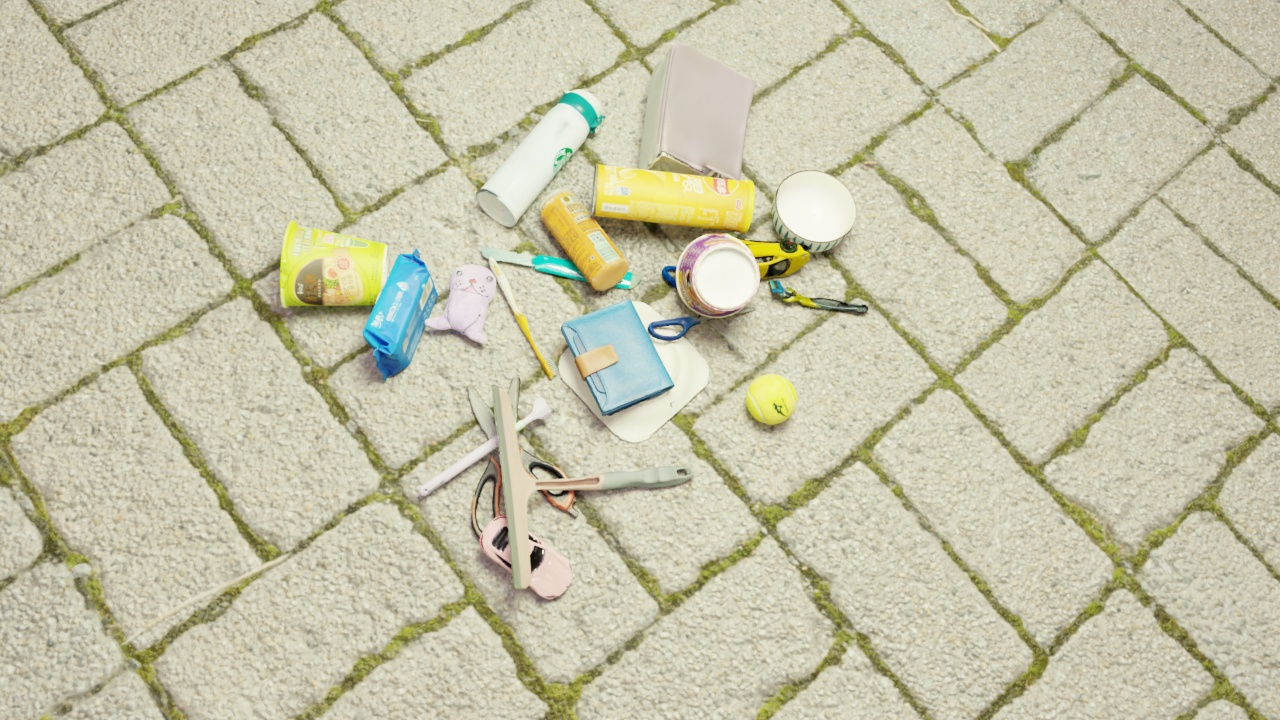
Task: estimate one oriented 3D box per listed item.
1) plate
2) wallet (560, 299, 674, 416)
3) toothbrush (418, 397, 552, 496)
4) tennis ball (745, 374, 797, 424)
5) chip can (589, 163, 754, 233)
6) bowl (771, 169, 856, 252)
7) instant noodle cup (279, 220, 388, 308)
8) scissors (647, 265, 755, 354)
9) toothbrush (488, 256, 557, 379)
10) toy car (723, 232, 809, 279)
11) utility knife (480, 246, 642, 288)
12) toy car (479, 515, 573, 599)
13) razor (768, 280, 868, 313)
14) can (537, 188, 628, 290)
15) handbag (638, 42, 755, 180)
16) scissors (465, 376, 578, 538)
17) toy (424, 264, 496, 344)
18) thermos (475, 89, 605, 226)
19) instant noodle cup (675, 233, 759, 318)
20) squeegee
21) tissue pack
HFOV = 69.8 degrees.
[{"bbox_3d":[-0.007,0.007,1.198,0.164,0.034,0.163,-42,79,-18],"label":"plate"},{"bbox_3d":[-0.031,-0.005,1.162,0.106,0.040,0.133,-21,72,-18],"label":"wallet"},{"bbox_3d":[-0.193,0.108,1.131,0.189,0.021,0.029,-35,104,-13],"label":"toothbrush"},{"bbox_3d":[0.169,0.050,1.183,0.065,0.066,0.065,2,69,-6],"label":"tennis ball"},{"bbox_3d":[0.041,-0.215,1.223,0.213,0.072,0.072,5,68,-6],"label":"chip can"},{"bbox_3d":[0.237,-0.200,1.286,0.116,0.066,0.116,2,68,-6],"label":"bowl"},{"bbox_3d":[-0.386,-0.116,1.170,0.123,0.112,0.111,5,68,-12],"label":"instant noodle cup"},{"bbox_3d":[0.078,-0.062,1.228,0.162,0.012,0.173,-31,69,-36],"label":"scissors"},{"bbox_3d":[-0.156,-0.059,1.213,0.018,0.016,0.191,-22,75,-26],"label":"toothbrush"},{"bbox_3d":[0.156,-0.139,1.251,0.156,0.071,0.041,2,67,-6],"label":"toy car"},{"bbox_3d":[-0.108,-0.128,1.249,0.223,0.013,0.029,12,68,-4],"label":"utility knife"},{"bbox_3d":[-0.134,0.233,1.087,0.122,0.037,0.056,37,77,-3],"label":"toy car"},{"bbox_3d":[0.246,-0.082,1.267,0.142,0.022,0.042,12,24,-5],"label":"razor"},{"bbox_3d":[-0.077,-0.163,1.233,0.058,0.058,0.146,-30,67,-16],"label":"can"},{"bbox_3d":[0.080,-0.329,1.302,0.145,0.099,0.196,16,67,-18],"label":"handbag"},{"bbox_3d":[-0.163,0.128,1.145,0.227,0.015,0.188,37,70,9],"label":"scissors"},{"bbox_3d":[-0.228,-0.079,1.203,0.084,0.039,0.107,16,69,-6],"label":"toy"},{"bbox_3d":[-0.133,-0.287,1.280,0.073,0.073,0.223,33,69,7],"label":"thermos"},{"bbox_3d":[0.102,-0.107,1.167,0.111,0.099,0.111,0,96,-1],"label":"instant noodle cup"},{"bbox_3d":[-0.052,0.148,1.126,0.249,0.040,0.247,-1,67,-21],"label":"squeegee"},{"bbox_3d":[-0.305,-0.057,1.158,0.052,0.095,0.157,17,70,1],"label":"tissue pack"}]
